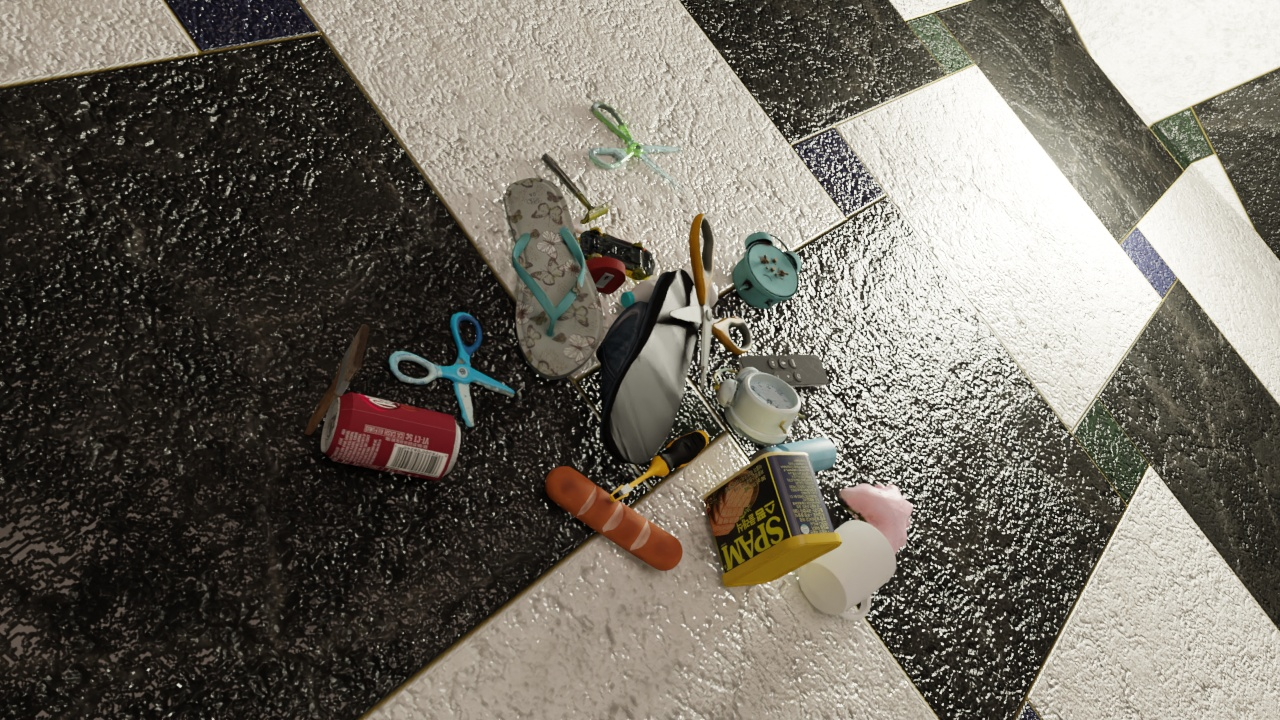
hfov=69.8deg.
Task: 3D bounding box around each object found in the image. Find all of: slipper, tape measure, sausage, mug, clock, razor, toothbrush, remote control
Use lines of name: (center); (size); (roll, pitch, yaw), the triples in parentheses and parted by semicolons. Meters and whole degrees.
slipper: (-0.097, -0.107, 1.033); (0.098, 0.055, 0.268); (-3, 62, -14)
slipper: (-0.006, 0.006, 1.034); (0.109, 0.084, 0.264); (59, 38, -38)
tape measure: (-0.047, -0.101, 1.083); (0.059, 0.052, 0.019); (15, 55, -28)
sausage: (-0.028, 0.162, 0.938); (0.164, 0.045, 0.039); (36, 67, -12)
mug: (0.238, 0.255, 1.058); (0.087, 0.081, 0.114); (-27, 111, -36)
clock: (0.173, -0.125, 1.253); (0.090, 0.053, 0.124); (35, 48, -14)
razor: (-0.087, -0.219, 1.150); (0.106, 0.026, 0.042); (49, 49, 6)
toothbrush: (0.023, 0.114, 0.996); (0.031, 0.031, 0.196); (57, 35, 6)
clock: (0.137, 0.050, 1.111); (0.117, 0.057, 0.083); (37, 36, 19)
remote control: (0.190, 0.014, 1.210); (0.146, 0.008, 0.045); (-1, 64, -36)

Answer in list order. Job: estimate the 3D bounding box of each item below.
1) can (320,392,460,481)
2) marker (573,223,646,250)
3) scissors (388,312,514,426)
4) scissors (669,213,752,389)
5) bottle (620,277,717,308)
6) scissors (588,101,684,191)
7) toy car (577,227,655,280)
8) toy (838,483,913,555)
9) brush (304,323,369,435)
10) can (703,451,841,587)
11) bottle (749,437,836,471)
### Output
can: (-0.228, 0.070, 0.840); (0.114, 0.063, 0.063); (16, 55, -27)
marker: (-0.055, -0.155, 1.138); (0.142, 0.013, 0.012); (17, 55, -27)
scissors: (-0.189, 0.002, 0.946); (0.134, 0.011, 0.139); (22, 51, -20)
scissors: (0.088, -0.061, 1.111); (0.229, 0.016, 0.225); (35, 52, -53)
bottle: (0.034, -0.079, 1.132); (0.136, 0.044, 0.044); (-7, 68, -38)
scissors: (-0.009, -0.285, 1.255); (0.171, 0.024, 0.165); (41, 42, -4)
toy car: (-0.030, -0.128, 1.127); (0.106, 0.030, 0.049); (16, 53, -24)
toy: (0.302, 0.190, 1.151); (0.093, 0.050, 0.102); (-28, 78, -40)
brush: (-0.264, 0.027, 0.786); (0.008, 0.143, 0.045); (22, 44, -25)
can: (0.137, 0.171, 0.989); (0.075, 0.136, 0.104); (4, 58, -34)
bottle: (0.183, 0.121, 1.117); (0.129, 0.040, 0.040); (-5, 66, -37)
